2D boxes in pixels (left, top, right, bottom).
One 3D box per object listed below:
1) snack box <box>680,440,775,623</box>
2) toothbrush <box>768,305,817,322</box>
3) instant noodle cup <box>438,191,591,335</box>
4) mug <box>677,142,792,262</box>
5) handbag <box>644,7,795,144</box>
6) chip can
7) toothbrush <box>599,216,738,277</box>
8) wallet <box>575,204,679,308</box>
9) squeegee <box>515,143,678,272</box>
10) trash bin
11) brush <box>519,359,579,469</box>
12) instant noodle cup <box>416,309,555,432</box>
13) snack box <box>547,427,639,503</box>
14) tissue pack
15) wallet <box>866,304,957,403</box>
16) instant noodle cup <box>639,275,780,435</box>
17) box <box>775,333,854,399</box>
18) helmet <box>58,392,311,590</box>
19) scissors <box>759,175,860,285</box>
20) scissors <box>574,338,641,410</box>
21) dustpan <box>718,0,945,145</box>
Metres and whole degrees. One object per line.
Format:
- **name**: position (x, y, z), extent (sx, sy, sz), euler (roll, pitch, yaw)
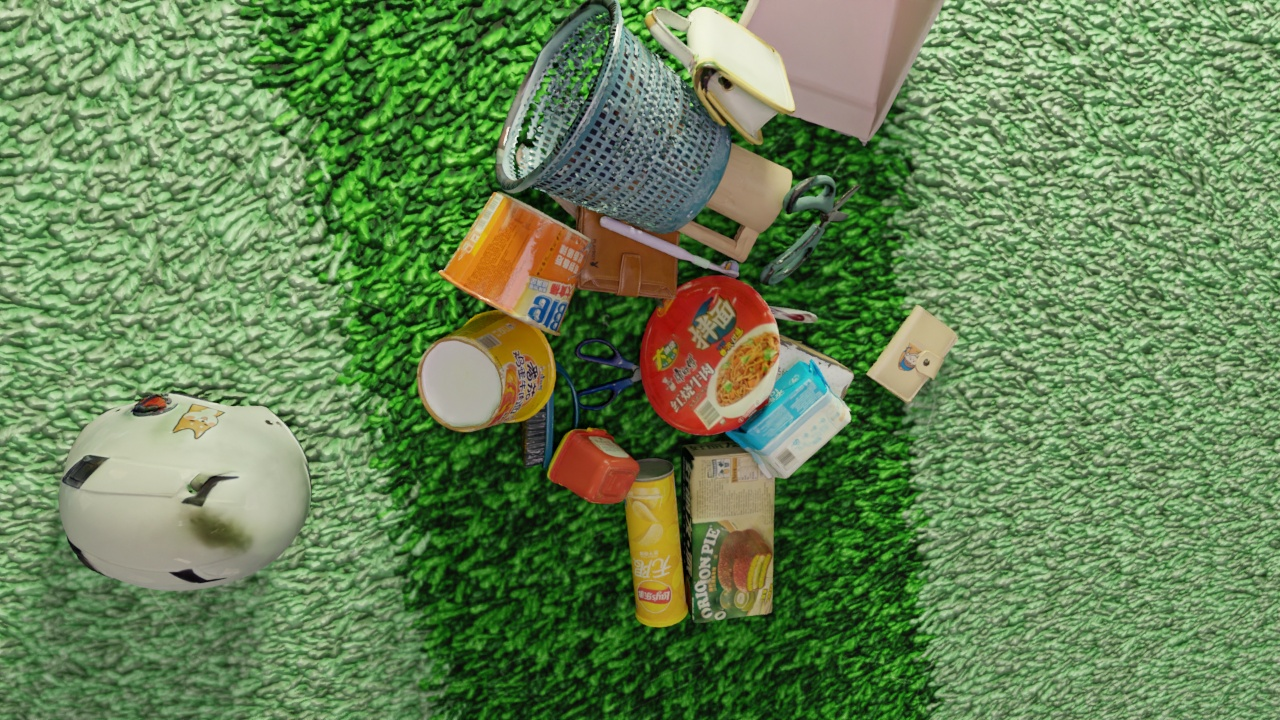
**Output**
- **snack box**: position (0.116, 0.226, 1.224), extent (0.114, 0.063, 0.240), euler (-5, 106, -11)
- **toothbrush**: position (0.141, -0.066, 1.172), extent (0.187, 0.017, 0.016), euler (8, 103, -14)
- **instant noodle cup**: position (-0.130, -0.110, 1.009), extent (0.151, 0.151, 0.111), euler (26, 93, -18)
- **mug**: position (0.105, -0.193, 1.097), extent (0.103, 0.084, 0.125), euler (23, 104, -15)
- **handbag**: position (0.075, -0.322, 0.985), extent (0.178, 0.163, 0.063), euler (28, 125, -22)
- **chip can**: position (0.019, 0.239, 1.202), extent (0.072, 0.072, 0.213), euler (-8, 107, -10)
- **toothbrush**: position (0.036, -0.136, 1.090), extent (0.189, 0.029, 0.021), euler (17, 116, -25)
- **wallet**: position (-0.016, -0.123, 1.094), extent (0.130, 0.035, 0.119), euler (4, 83, -24)
- **squeegee**: position (-0.117, -0.081, 1.102), extent (0.247, 0.040, 0.250), euler (36, 96, -20)
- **trash bin**: position (-0.019, -0.243, 1.001), extent (0.195, 0.226, 0.227), euler (26, 99, -30)
- **brush**: position (-0.112, 0.065, 1.134), extent (0.073, 0.055, 0.144), euler (1, 105, -11)
- **instant noodle cup**: position (-0.180, 0.017, 1.049), extent (0.138, 0.109, 0.138), euler (4, 103, 18)
- **snack box**: position (-0.054, 0.131, 1.128), extent (0.091, 0.080, 0.082), euler (13, 106, -55)
- **tissue pack**: position (0.184, 0.073, 1.136), extent (0.140, 0.063, 0.090), euler (-42, 109, 2)
- **wallet**: position (0.370, -0.005, 1.237), extent (0.087, 0.024, 0.115), euler (32, 95, -19)
- **instant noodle cup**: position (0.094, -0.002, 1.110), extent (0.065, 0.194, 0.194), euler (14, 105, -54)
- **box**: position (0.190, 0.017, 1.187), extent (0.184, 0.059, 0.090), euler (24, 100, -19)
- **helmet**: position (-0.515, 0.162, 1.021), extent (0.274, 0.157, 0.230), euler (4, 104, -13)
- **scissors**: position (0.199, -0.167, 1.106), extent (0.170, 0.019, 0.179), euler (-43, 154, 4)
- **scissors**: position (-0.012, 0.022, 1.167), extent (0.165, 0.012, 0.157), euler (36, 94, -20)
- **dustpan**: position (0.231, -0.400, 1.035), extent (0.222, 0.139, 0.273), euler (11, 102, -15)
